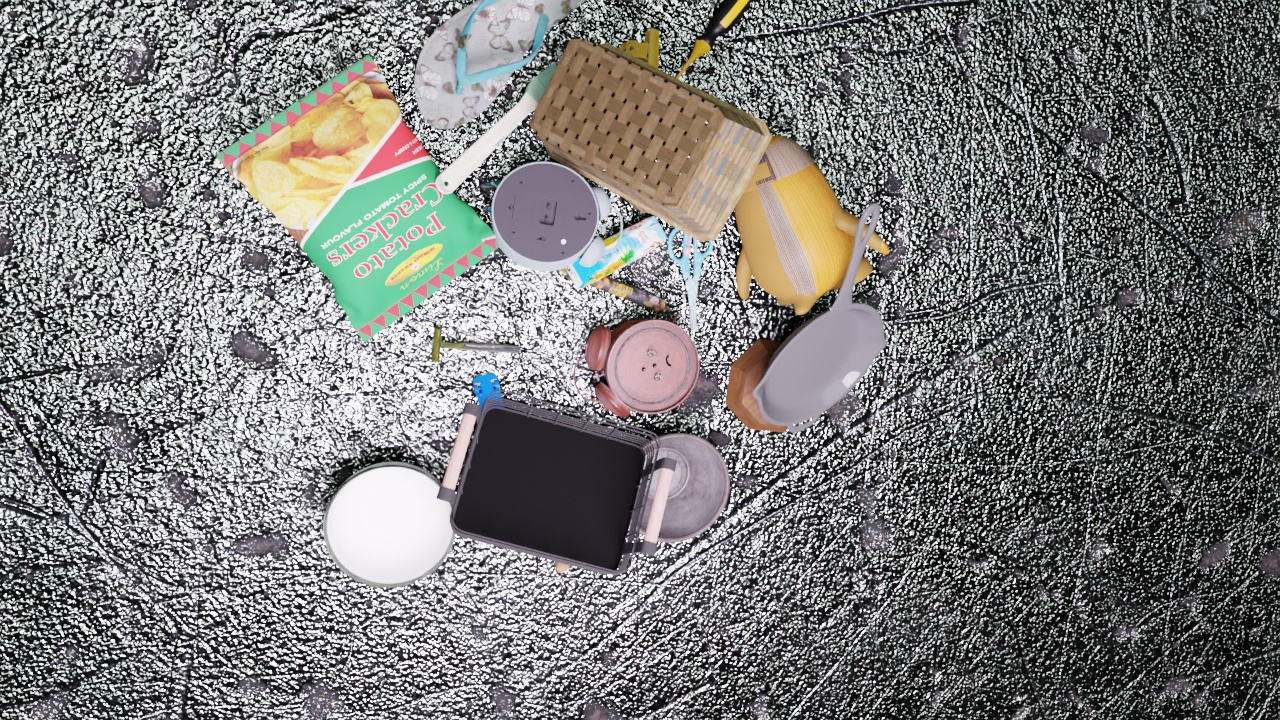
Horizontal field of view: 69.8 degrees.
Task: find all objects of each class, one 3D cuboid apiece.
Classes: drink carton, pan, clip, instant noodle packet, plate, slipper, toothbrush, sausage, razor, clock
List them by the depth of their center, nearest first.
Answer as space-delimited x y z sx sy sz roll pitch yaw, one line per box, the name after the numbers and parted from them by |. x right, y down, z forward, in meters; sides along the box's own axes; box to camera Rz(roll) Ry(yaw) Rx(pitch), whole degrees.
-0.307 -0.177 1.029 0.195 0.090 0.253 -37 111 -8 | instant noodle packet
-0.160 -0.379 1.046 0.098 0.055 0.268 44 87 -15 | slipper
-0.099 -0.163 1.068 0.159 0.045 0.122 9 78 -10 | clock
-0.003 -0.373 1.108 0.047 0.039 0.053 -1 103 -18 | clip
0.080 -0.388 1.116 0.031 0.031 0.197 38 95 -23 | toothbrush
0.230 -0.044 1.118 0.216 0.024 0.355 -18 138 -26 | pan
-0.028 -0.133 1.122 0.128 0.044 0.038 -30 91 -17 | drink carton
-0.201 -0.017 1.126 0.105 0.026 0.042 3 98 -19 | razor
-0.007 0.006 1.150 0.157 0.072 0.120 -18 105 -11 | clock
-0.031 -0.091 1.152 0.155 0.020 0.020 20 96 -17 | sausage
0.179 0.037 1.227 0.131 0.025 0.131 -3 102 -13 | plate

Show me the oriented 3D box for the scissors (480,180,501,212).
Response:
-0.120 -0.194 1.108 0.129 0.019 0.137 41 82 -11 | scissors

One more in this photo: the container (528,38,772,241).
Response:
0.015 -0.252 1.054 0.250 0.186 0.158 32 101 19 | container

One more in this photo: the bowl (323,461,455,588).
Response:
-0.302 0.191 1.115 0.153 0.073 0.153 -3 102 -13 | bowl

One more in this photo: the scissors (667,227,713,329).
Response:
0.068 -0.105 1.181 0.063 0.015 0.139 -10 109 -16 | scissors

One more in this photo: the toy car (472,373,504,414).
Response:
-0.185 0.069 1.152 0.033 0.062 0.092 -13 74 -13 | toy car

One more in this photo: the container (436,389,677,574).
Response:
-0.097 0.142 1.047 0.241 0.130 0.162 16 74 -6 | container

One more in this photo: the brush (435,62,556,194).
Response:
-0.158 -0.266 1.054 0.033 0.012 0.217 46 69 -18 | brush

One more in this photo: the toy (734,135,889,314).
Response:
0.186 -0.177 1.135 0.199 0.162 0.203 -17 106 31 | toy

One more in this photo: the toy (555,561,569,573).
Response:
-0.105 0.205 1.159 0.134 0.106 0.108 -33 96 -2 | toy

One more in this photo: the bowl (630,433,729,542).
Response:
0.037 0.157 1.194 0.145 0.067 0.145 -3 102 -13 | bowl
